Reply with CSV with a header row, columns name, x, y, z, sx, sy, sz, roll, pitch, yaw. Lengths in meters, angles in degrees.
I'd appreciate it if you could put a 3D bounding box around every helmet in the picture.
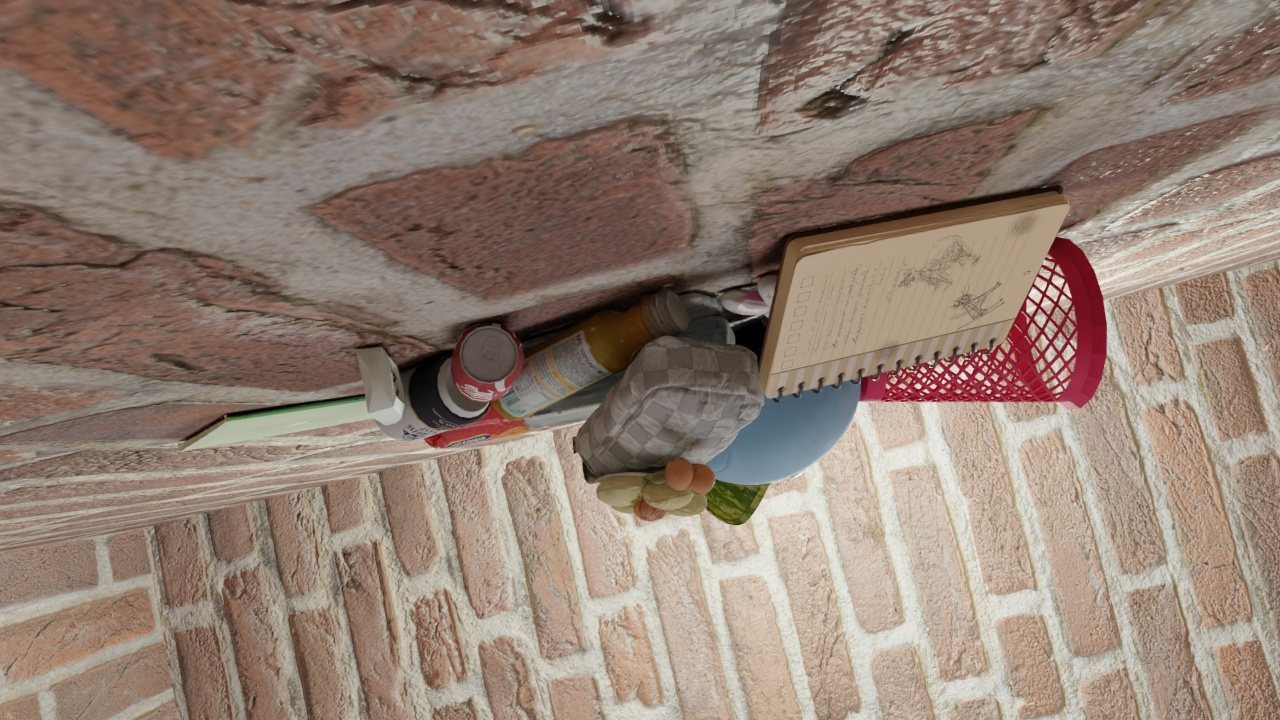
name,x,y,z,sx,sy,sz,roll,pitch,yaw
helmet,0.117,0.043,0.988,0.224,0.167,0.266,-36,-164,-29
helmet,0.138,0.106,1.456,0.212,0.247,0.244,-32,147,-37

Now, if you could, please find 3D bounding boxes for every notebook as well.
name,x,y,z,sx,sy,sz,roll,pitch,yaw
notebook,0.205,-0.045,0.705,0.225,0.024,0.168,-12,140,-14
notebook,-0.350,0.060,1.005,0.251,0.010,0.182,-9,173,-42

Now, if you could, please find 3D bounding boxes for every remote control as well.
name,x,y,z,sx,sy,sz,roll,pitch,yaw
remote control,-0.204,0.022,0.735,0.024,0.049,0.143,-11,175,-12

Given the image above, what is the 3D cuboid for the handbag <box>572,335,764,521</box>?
name,x,y,z,sx,sy,sz,roll,pitch,yaw
handbag,0.024,0.060,0.736,0.112,0.123,0.172,10,145,-19

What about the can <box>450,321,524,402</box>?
name,x,y,z,sx,sy,sz,roll,pitch,yaw
can,-0.121,0.002,0.718,0.054,0.054,0.097,-12,175,-13

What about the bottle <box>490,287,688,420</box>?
name,x,y,z,sx,sy,sz,roll,pitch,yaw
bottle,-0.046,-0.006,0.763,0.187,0.053,0.053,-26,169,29

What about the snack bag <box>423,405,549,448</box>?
name,x,y,z,sx,sy,sz,roll,pitch,yaw
snack bag,-0.172,0.051,0.993,0.176,0.082,0.082,-8,173,-34

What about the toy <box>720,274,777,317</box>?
name,x,y,z,sx,sy,sz,roll,pitch,yaw
toy,0.137,-0.051,0.824,0.125,0.037,0.076,6,172,-37

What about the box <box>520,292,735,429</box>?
name,x,y,z,sx,sy,sz,roll,pitch,yaw
box,-0.029,-0.022,0.835,0.217,0.110,0.107,-12,-142,15

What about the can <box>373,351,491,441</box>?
name,x,y,z,sx,sy,sz,roll,pitch,yaw
can,-0.192,0.035,0.830,0.128,0.064,0.064,-18,173,42

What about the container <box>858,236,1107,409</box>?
name,x,y,z,sx,sy,sz,roll,pitch,yaw
container,0.339,-0.029,0.979,0.226,0.183,0.183,-6,175,0
